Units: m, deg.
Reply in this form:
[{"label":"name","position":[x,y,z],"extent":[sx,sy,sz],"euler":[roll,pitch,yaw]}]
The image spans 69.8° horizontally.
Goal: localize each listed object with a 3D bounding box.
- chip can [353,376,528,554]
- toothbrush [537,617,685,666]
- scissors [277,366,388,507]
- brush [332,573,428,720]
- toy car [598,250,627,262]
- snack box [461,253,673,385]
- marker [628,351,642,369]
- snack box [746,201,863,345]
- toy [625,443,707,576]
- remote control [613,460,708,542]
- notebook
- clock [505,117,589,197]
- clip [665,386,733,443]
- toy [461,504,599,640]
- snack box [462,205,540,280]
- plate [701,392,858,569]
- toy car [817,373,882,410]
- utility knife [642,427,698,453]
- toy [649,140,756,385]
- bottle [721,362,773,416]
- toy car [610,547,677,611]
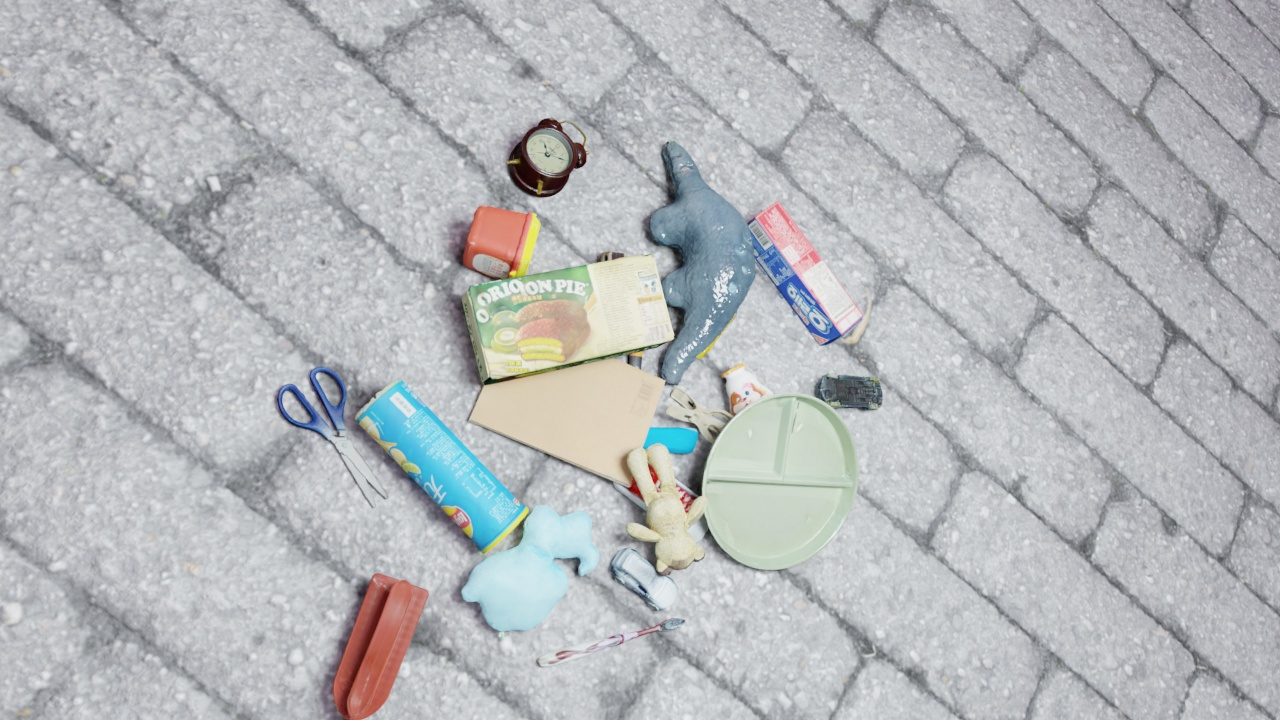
[{"label":"chip can","position":[-0.223,0.118,1.029],"extent":[0.210,0.071,0.071],"euler":[46,63,-3]},{"label":"toothbrush","position":[-0.031,0.329,1.075],"extent":[0.187,0.017,0.016],"euler":[-8,77,-25]},{"label":"scissors","position":[-0.329,0.082,1.030],"extent":[0.173,0.012,0.126],"euler":[32,66,-12]},{"label":"brush","position":[-0.274,0.300,0.953],"extent":[0.063,0.069,0.145],"euler":[23,67,-14]},{"label":"toy car","position":[-0.035,-0.098,1.192],"extent":[0.042,0.035,0.090],"euler":[6,75,-19]},{"label":"snack box","position":[-0.086,-0.051,1.113],"extent":[0.239,0.063,0.114],"euler":[-13,86,-21]},{"label":"marker","position":[-0.007,0.007,1.183],"extent":[0.018,0.015,0.123],"euler":[8,73,-16]},{"label":"snack box","position":[0.225,-0.120,1.294],"extent":[0.058,0.057,0.207],"euler":[-37,90,-30]},{"label":"toy","position":[0.026,0.176,1.101],"extent":[0.105,0.066,0.157],"euler":[-17,89,-16]},{"label":"remote control","position":[0.031,0.171,1.146],"extent":[0.136,0.020,0.055],"euler":[38,63,-8]},{"label":"notebook","position":[-0.085,0.048,1.129],"extent":[0.211,0.012,0.149],"euler":[23,66,-8]},{"label":"clock","position":[-0.118,-0.268,1.197],"extent":[0.082,0.055,0.121],"euler":[44,62,-5]},{"label":"clip","position":[0.080,0.074,1.180],"extent":[0.100,0.035,0.070],"euler":[28,28,-6]},{"label":"toy","position":[-0.122,0.242,1.044],"extent":[0.161,0.050,0.156],"euler":[14,78,-28]},{"label":"snack box","position":[-0.172,-0.140,1.119],"extent":[0.080,0.091,0.081],"euler":[16,68,-11]},{"label":"plate","position":[0.177,0.152,1.167],"extent":[0.230,0.027,0.230],"euler":[-3,99,-22]},{"label":"toy car","position":[0.292,0.045,1.286],"extent":[0.105,0.031,0.049],"euler":[5,72,-23]},{"label":"utility knife","position":[-0.002,0.098,1.156],"extent":[0.160,0.018,0.034],"euler":[4,70,-19]},{"label":"toy","position":[0.084,-0.142,1.232],"extent":[0.138,0.091,0.355],"euler":[-4,73,5]},{"label":"bottle","position":[0.146,0.058,1.204],"extent":[0.063,0.063,0.108],"euler":[-26,85,-27]},{"label":"toy car","position":[0.007,0.262,1.102],"extent":[0.090,0.034,0.042],"euler":[41,61,-8]}]
